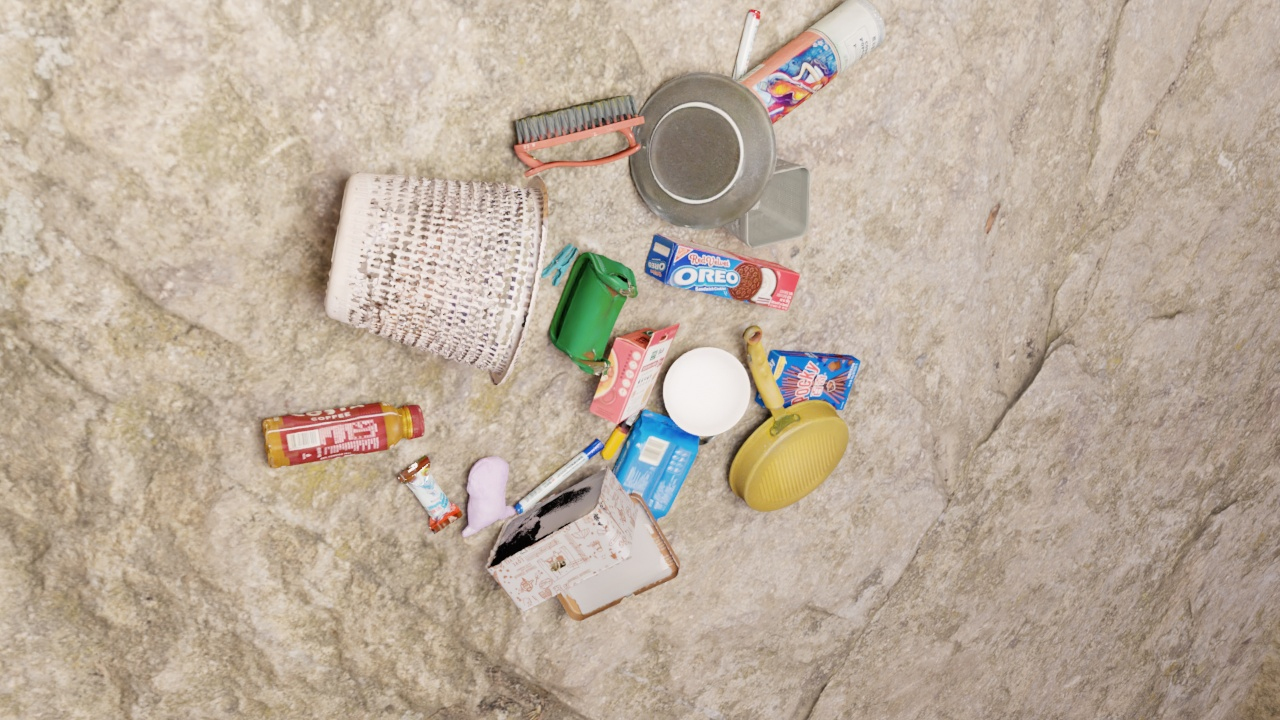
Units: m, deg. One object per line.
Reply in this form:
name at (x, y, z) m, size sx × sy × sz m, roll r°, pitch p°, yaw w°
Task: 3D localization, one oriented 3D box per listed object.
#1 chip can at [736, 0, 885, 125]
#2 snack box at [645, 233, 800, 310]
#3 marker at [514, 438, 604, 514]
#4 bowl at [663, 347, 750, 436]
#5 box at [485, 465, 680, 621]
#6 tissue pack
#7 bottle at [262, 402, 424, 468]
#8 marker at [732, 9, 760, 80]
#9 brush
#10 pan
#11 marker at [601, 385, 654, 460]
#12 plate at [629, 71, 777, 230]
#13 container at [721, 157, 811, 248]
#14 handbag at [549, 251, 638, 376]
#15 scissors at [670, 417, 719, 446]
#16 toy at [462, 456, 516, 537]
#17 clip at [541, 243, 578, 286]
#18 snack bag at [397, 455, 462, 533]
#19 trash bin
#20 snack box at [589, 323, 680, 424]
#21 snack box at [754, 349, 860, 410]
chip can at (0.191, -0.349, 1.098) m, size 0.214 × 0.071 × 0.071 m, roll -38°, pitch 126°, yaw -12°
snack box at (0.108, -0.114, 1.196) m, size 0.207 × 0.058 × 0.057 m, roll 10°, pitch 107°, yaw -31°
marker at (-0.109, 0.156, 1.236) m, size 0.145 × 0.017 × 0.017 m, roll -38°, pitch 126°, yaw -12°
bowl at (0.084, 0.040, 1.248) m, size 0.118 × 0.065 × 0.118 m, roll 0°, pitch 94°, yaw -8°
box at (-0.069, 0.271, 1.205) m, size 0.183 × 0.156 × 0.193 m, roll -30°, pitch 103°, yaw 16°
tissue pack at (0.014, 0.149, 1.273) m, size 0.095 × 0.052 × 0.157 m, roll 22°, pitch 104°, yaw -13°
bottle at (-0.339, 0.082, 1.057) m, size 0.174 × 0.057 × 0.057 m, roll -8°, pitch 118°, yaw -25°
marker at (0.120, -0.347, 1.108) m, size 0.017 × 0.017 × 0.145 m, roll 1°, pitch 114°, yaw -29°
brush at (-0.071, -0.249, 1.027) m, size 0.145 × 0.063 × 0.069 m, roll -18°, pitch 108°, yaw -18°
pan at (0.199, 0.086, 1.322) m, size 0.197 × 0.078 × 0.358 m, roll -31°, pitch 141°, yaw -10°
marker at (-0.017, 0.082, 1.257) m, size 0.018 × 0.015 × 0.124 m, roll 28°, pitch 97°, yaw -37°
plate at (0.066, -0.238, 1.053) m, size 0.024 × 0.179 × 0.180 m, roll -31°, pitch 139°, yaw -64°
container at (0.139, -0.203, 1.131) m, size 0.090 × 0.114 × 0.090 m, roll -16°, pitch 121°, yaw -21°
handbag at (-0.051, -0.055, 1.103) m, size 0.068 × 0.120 × 0.131 m, roll 16°, pitch 108°, yaw -27°
scissors at (0.047, 0.127, 1.314) m, size 0.170 × 0.014 × 0.160 m, roll -10°, pitch 119°, yaw -22°
toy at (-0.196, 0.172, 1.192) m, size 0.083 × 0.039 × 0.108 m, roll -20°, pitch 123°, yaw -40°
clip at (-0.097, -0.117, 1.112) m, size 0.049 × 0.015 × 0.057 m, roll 37°, pitch 93°, yaw -34°
snack bag at (-0.266, 0.171, 1.162) m, size 0.048 × 0.026 × 0.104 m, roll -35°, pitch 127°, yaw -23°
trash bin at (-0.217, -0.100, 0.950) m, size 0.192 × 0.227 × 0.228 m, roll 10°, pitch 109°, yaw -19°
snack box at (-0.007, 0.007, 1.167) m, size 0.127 × 0.044 × 0.113 m, roll -68°, pitch 166°, yaw 15°
snack box at (0.250, 0.030, 1.364) m, size 0.157 × 0.026 × 0.085 m, roll 3°, pitch 114°, yaw -29°
